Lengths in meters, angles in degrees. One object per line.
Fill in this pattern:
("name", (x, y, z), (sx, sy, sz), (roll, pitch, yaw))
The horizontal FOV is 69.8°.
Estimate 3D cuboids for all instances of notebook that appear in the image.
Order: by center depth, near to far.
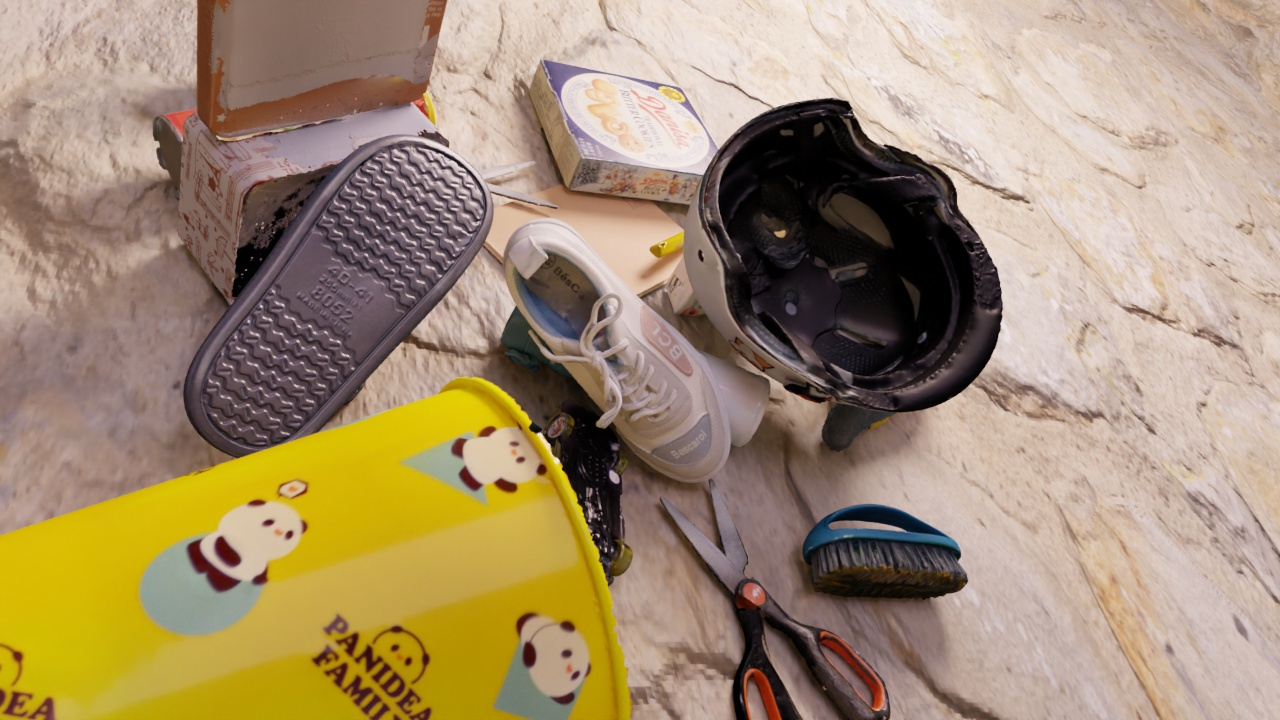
("notebook", (-0.044, -0.115, 0.877), (0.149, 0.012, 0.210), (44, 45, 15))

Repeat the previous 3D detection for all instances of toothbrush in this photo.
("toothbrush", (0.064, -0.136, 0.935), (0.015, 0.017, 0.189), (40, 37, 13))

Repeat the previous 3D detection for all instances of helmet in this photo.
("helmet", (0.150, -0.072, 0.780), (0.274, 0.157, 0.229), (36, 72, -11))

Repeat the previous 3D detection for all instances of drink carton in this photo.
("drink carton", (0.089, -0.070, 0.879), (0.122, 0.054, 0.045), (3, 50, -28))

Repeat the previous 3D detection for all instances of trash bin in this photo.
("trash bin", (-0.171, 0.145, 0.425), (0.254, 0.230, 0.229), (-14, 59, -31))

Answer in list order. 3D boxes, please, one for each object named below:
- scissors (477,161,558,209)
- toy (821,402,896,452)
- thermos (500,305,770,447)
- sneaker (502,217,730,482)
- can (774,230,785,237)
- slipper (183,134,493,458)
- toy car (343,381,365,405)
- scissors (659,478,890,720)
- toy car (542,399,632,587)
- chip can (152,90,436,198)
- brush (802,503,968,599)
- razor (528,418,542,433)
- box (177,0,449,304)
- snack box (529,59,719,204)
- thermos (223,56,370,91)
("scissors", (-0.163, -0.166, 0.848), (0.181, 0.014, 0.159), (22, 43, -3))
("toy", (0.247, -0.055, 0.916), (0.138, 0.092, 0.355), (19, 57, -14))
("thermos", (-0.004, 0.004, 0.753), (0.220, 0.070, 0.070), (22, 44, -9))
("sneaker", (-0.011, 0.000, 0.672), (0.242, 0.089, 0.090), (50, 7, -14))
("can", (0.166, -0.165, 0.992), (0.075, 0.076, 0.110), (45, 45, 14))
("slipper", (-0.210, -0.049, 0.631), (0.110, 0.083, 0.267), (45, 61, -23))
("toy car", (-0.243, -0.010, 0.655), (0.106, 0.031, 0.049), (49, 43, -1))
("scissors", (0.085, 0.191, 0.660), (0.224, 0.022, 0.203), (34, 44, 3))
("toy car", (-0.042, 0.095, 0.656), (0.070, 0.042, 0.157), (40, 31, -29))
("chip can", (-0.278, -0.188, 0.757), (0.216, 0.073, 0.073), (-25, 66, -37))
("brush", (0.193, 0.150, 0.733), (0.143, 0.055, 0.073), (9, 49, -21))
("razor", (-0.087, 0.092, 0.651), (0.043, 0.028, 0.132), (54, 20, -49))
("box", (-0.222, -0.172, 0.648), (0.082, 0.261, 0.176), (46, 45, 16))
("snack box", (-0.011, -0.242, 0.979), (0.182, 0.046, 0.177), (1, 46, -27))
("thermos", (-0.302, -0.265, 0.822), (0.143, 0.093, 0.093), (-17, 61, -29))
